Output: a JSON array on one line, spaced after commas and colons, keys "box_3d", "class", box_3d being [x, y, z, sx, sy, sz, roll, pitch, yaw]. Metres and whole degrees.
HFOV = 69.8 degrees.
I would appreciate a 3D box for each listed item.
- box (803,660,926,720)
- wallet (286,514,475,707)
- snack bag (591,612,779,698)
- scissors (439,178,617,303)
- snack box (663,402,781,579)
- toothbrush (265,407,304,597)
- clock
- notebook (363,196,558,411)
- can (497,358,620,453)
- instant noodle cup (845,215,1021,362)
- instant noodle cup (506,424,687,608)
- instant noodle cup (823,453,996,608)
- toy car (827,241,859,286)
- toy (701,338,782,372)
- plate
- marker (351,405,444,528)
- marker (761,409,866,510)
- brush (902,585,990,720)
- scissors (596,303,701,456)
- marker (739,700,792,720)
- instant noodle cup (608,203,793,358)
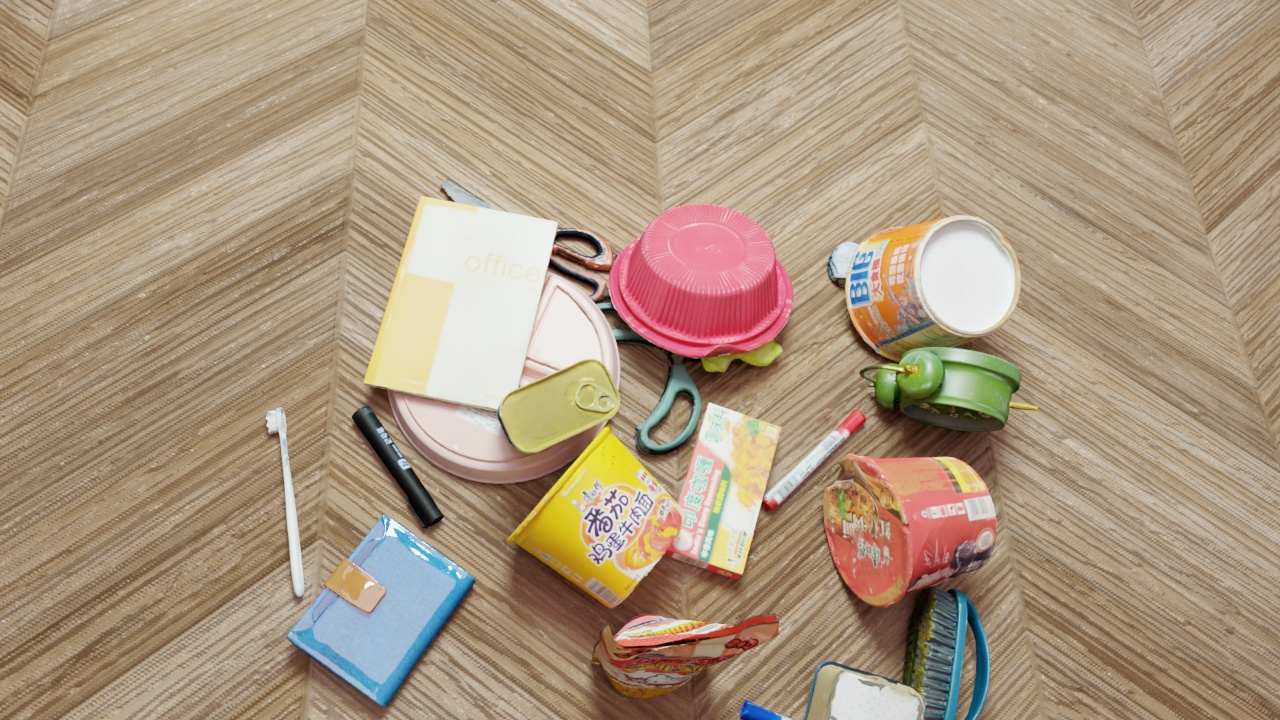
[{"box_3d": [0.179, 0.343, 0.774, 0.090, 0.064, 0.184, 19, 75, 0], "class": "box"}, {"box_3d": [-0.225, 0.215, 0.801, 0.106, 0.040, 0.132, 35, 66, 2], "class": "wallet"}, {"box_3d": [0.022, 0.229, 0.736, 0.128, 0.208, 0.073, 0, 68, -10], "class": "snack bag"}, {"box_3d": [-0.115, -0.142, 0.981, 0.182, 0.015, 0.209, -17, 71, -13], "class": "scissors"}, {"box_3d": [0.080, 0.124, 0.888, 0.077, 0.027, 0.155, 18, 66, 1], "class": "snack box"}, {"box_3d": [-0.323, 0.127, 0.836, 0.016, 0.016, 0.180, -14, 69, -5], "class": "toothbrush"}, {"box_3d": [0.298, 0.027, 0.914, 0.161, 0.116, 0.056, 15, 76, -5], "class": "clock"}, {"box_3d": [-0.172, -0.058, 0.896, 0.146, 0.010, 0.206, 11, 70, 1], "class": "notebook"}, {"box_3d": [-0.077, 0.042, 0.822, 0.102, 0.083, 0.057, -25, 91, -13], "class": "can"}, {"box_3d": [0.303, -0.076, 0.937, 0.151, 0.111, 0.151, 2, 84, -16], "class": "instant noodle cup"}, {"box_3d": [-0.033, 0.142, 0.812, 0.110, 0.138, 0.137, 40, 67, 1], "class": "instant noodle cup"}, {"box_3d": [0.251, 0.151, 0.848, 0.108, 0.138, 0.137, -6, 68, -20], "class": "instant noodle cup"}, {"box_3d": [0.258, -0.101, 1.007, 0.105, 0.031, 0.048, 11, 65, -2], "class": "toy car"}, {"box_3d": [0.093, -0.025, 0.940, 0.096, 0.031, 0.099, 45, 58, 10], "class": "toy"}, {"box_3d": [-0.134, 0.006, 0.897, 0.229, 0.028, 0.229, 1, 71, -3], "class": "plate"}, {"box_3d": [-0.228, 0.099, 0.860, 0.022, 0.020, 0.132, -40, 77, 9], "class": "marker"}, {"box_3d": [0.174, 0.099, 0.918, 0.145, 0.017, 0.017, -39, 77, -21], "class": "marker"}, {"box_3d": [0.280, 0.280, 0.835, 0.073, 0.055, 0.143, 17, 65, 1], "class": "brush"}, {"box_3d": [-0.004, 0.010, 0.930, 0.170, 0.019, 0.174, 15, 67, 0], "class": "scissors"}, {"box_3d": [0.158, 0.337, 0.814, 0.146, 0.017, 0.016, 22, 66, 1], "class": "marker"}, {"box_3d": [0.066, -0.094, 0.930, 0.194, 0.066, 0.193, 3, 50, -4], "class": "instant noodle cup"}]
